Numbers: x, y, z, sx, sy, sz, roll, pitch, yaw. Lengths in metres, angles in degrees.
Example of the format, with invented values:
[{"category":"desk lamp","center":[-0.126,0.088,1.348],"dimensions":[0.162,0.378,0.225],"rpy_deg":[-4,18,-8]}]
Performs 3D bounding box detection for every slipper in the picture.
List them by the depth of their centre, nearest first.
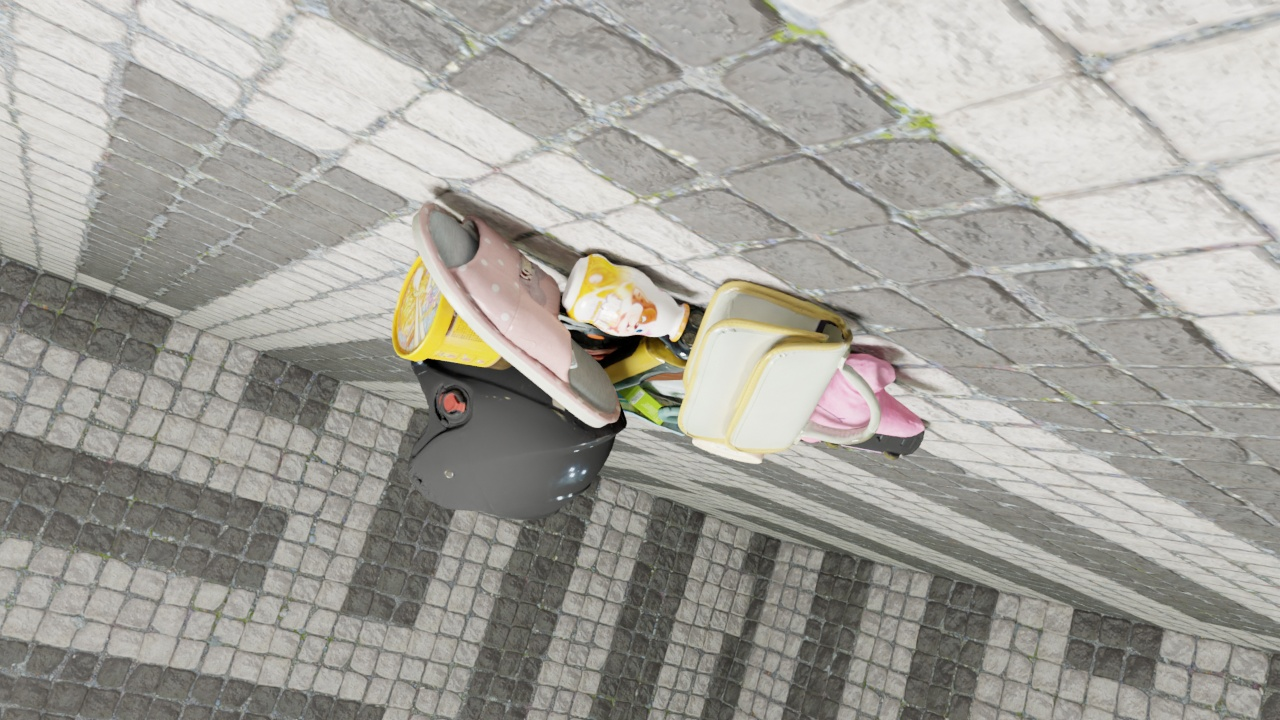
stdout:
[{"category":"slipper","center":[-0.095,-0.040,0.819],"dimensions":[0.054,0.114,0.274],"rpy_deg":[-32,123,17]}]

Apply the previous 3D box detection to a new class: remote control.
[{"category":"remote control","center":[0.067,0.038,1.209],"dimensions":[0.136,0.020,0.056],"rpy_deg":[11,168,19]}]

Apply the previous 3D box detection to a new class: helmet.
[{"category":"helmet","center":[-0.152,0.058,1.124],"dimensions":[0.274,0.231,0.233],"rpy_deg":[58,-163,0]}]

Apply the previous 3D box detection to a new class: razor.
[{"category":"razor","center":[-0.002,-0.004,0.905],"dimensions":[0.067,0.062,0.168],"rpy_deg":[42,137,-23]}]

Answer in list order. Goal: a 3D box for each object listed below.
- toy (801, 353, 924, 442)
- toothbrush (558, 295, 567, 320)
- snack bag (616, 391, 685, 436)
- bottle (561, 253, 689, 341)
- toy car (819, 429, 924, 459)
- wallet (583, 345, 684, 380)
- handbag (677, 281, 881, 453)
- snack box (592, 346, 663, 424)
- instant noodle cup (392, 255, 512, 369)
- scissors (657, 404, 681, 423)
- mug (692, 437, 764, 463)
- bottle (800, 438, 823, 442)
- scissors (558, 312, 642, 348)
[{"category":"toy","center":[0.177,0.035,0.886],"dimensions":[0.195,0.074,0.179],"rpy_deg":[16,154,18]},{"category":"toothbrush","center":[-0.080,-0.057,0.976],"dimensions":[0.027,0.026,0.213],"rpy_deg":[37,163,-16]},{"category":"snack bag","center":[-0.022,0.059,1.345],"dimensions":[0.191,0.039,0.110],"rpy_deg":[20,-157,-5]},{"category":"bottle","center":[-0.012,-0.051,0.811],"dimensions":[0.108,0.063,0.063],"rpy_deg":[20,168,-13]},{"category":"toy car","center":[0.258,0.077,1.033],"dimensions":[0.122,0.037,0.056],"rpy_deg":[11,132,-4]},{"category":"wallet","center":[-0.006,0.006,1.018],"dimensions":[0.101,0.032,0.125],"rpy_deg":[11,172,-43]},{"category":"handbag","center":[0.128,0.025,0.795],"dimensions":[0.179,0.063,0.164],"rpy_deg":[16,140,0]},{"category":"snack box","center":[-0.016,0.036,1.233],"dimensions":[0.086,0.026,0.156],"rpy_deg":[42,179,24]},{"category":"instant noodle cup","center":[-0.186,-0.047,0.977],"dimensions":[0.114,0.118,0.119],"rpy_deg":[16,172,-35]},{"category":"scissors","center":[0.073,0.044,1.137],"dimensions":[0.170,0.019,0.171],"rpy_deg":[-21,146,39]},{"category":"mug","center":[0.097,0.049,1.004],"dimensions":[0.115,0.105,0.081],"rpy_deg":[6,163,44]},{"category":"bottle","center":[0.196,0.078,1.150],"dimensions":[0.080,0.044,0.195],"rpy_deg":[20,169,-12]},{"category":"scissors","center":[-0.024,-0.030,0.968],"dimensions":[0.228,0.021,0.221],"rpy_deg":[6,172,16]}]
